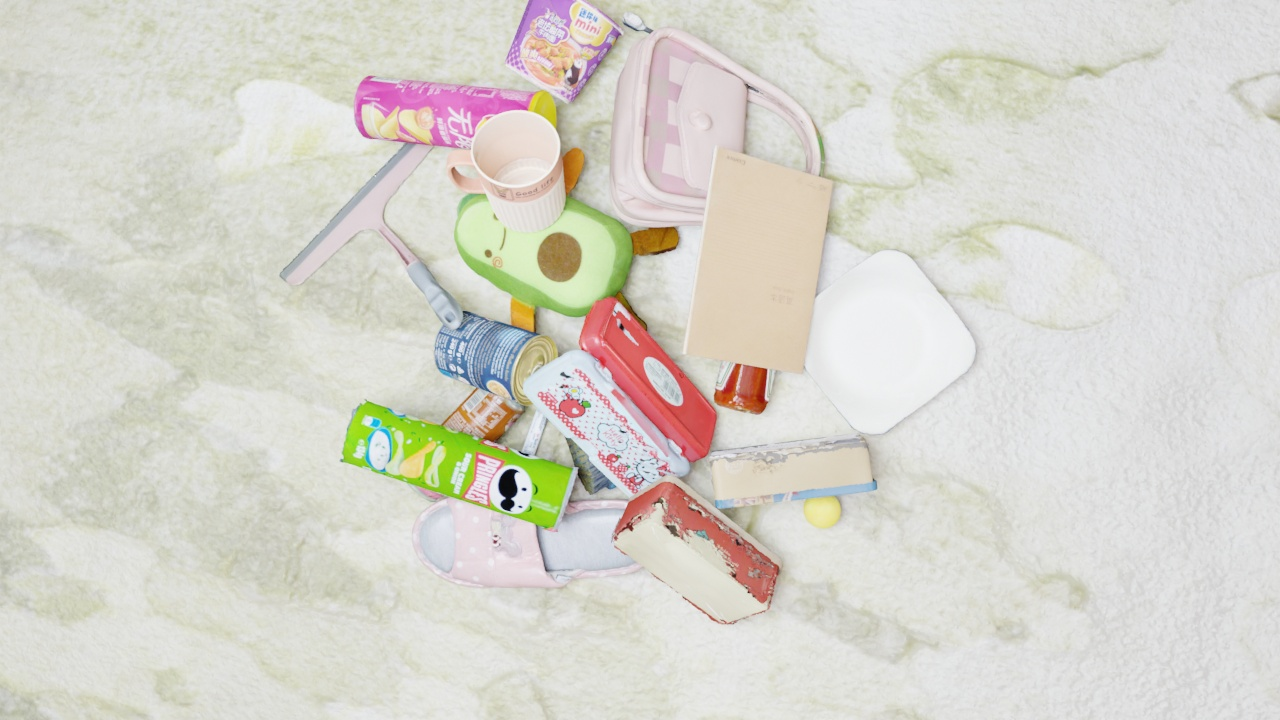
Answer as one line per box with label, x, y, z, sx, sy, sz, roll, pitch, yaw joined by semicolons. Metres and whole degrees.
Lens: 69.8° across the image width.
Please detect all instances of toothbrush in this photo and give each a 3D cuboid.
toothbrush;0.060;-0.342;1.021;0.181;0.018;0.015;28;88;2

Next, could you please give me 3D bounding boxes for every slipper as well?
slipper;-0.118;0.197;1.009;0.274;0.054;0.114;0;90;3

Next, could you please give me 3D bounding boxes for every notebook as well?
notebook;0.124;-0.100;0.948;0.149;0.012;0.211;9;90;-27

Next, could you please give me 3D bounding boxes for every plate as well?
plate;0.259;-0.020;0.995;0.164;0.034;0.163;-37;87;3

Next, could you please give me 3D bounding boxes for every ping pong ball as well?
ping pong ball;0.197;0.162;0.995;0.040;0.040;0.040;0;89;4

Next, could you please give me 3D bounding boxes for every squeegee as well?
squeegee;-0.251;-0.105;0.998;0.247;0.040;0.249;-45;57;2

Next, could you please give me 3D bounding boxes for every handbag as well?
handbag;0.086;-0.231;0.977;0.234;0.093;0.193;9;76;-16

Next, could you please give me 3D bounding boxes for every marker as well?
marker;-0.115;0.071;1.028;0.017;0.017;0.145;20;91;4

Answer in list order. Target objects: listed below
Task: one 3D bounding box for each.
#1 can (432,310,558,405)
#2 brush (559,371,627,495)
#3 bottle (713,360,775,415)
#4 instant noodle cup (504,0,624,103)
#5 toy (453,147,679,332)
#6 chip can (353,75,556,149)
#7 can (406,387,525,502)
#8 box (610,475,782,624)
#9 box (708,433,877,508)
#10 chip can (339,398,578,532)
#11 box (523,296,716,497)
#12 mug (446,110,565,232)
can;-0.153;-0.004;0.961;0.111;0.075;0.075;17;91;27
brush;-0.049;0.071;1.007;0.073;0.055;0.144;-19;90;-22
bottle;0.130;-0.045;0.994;0.060;0.060;0.206;14;90;4
instant noodle cup;-0.088;-0.340;0.988;0.111;0.111;0.099;30;99;3
toy;-0.091;-0.116;0.992;0.247;0.090;0.227;16;88;2
chip can;-0.200;-0.263;0.991;0.211;0.071;0.071;10;90;15
can;-0.195;0.086;1.013;0.058;0.058;0.147;44;92;3
box;0.058;0.205;0.950;0.168;0.076;0.092;39;136;-13
box;0.165;0.116;0.973;0.184;0.089;0.060;-6;88;9
chip can;-0.187;0.109;0.950;0.236;0.072;0.072;18;91;-3
box;-0.019;0.045;0.954;0.098;0.118;0.201;-21;125;34
mug;-0.132;-0.184;0.911;0.114;0.106;0.081;0;73;0
